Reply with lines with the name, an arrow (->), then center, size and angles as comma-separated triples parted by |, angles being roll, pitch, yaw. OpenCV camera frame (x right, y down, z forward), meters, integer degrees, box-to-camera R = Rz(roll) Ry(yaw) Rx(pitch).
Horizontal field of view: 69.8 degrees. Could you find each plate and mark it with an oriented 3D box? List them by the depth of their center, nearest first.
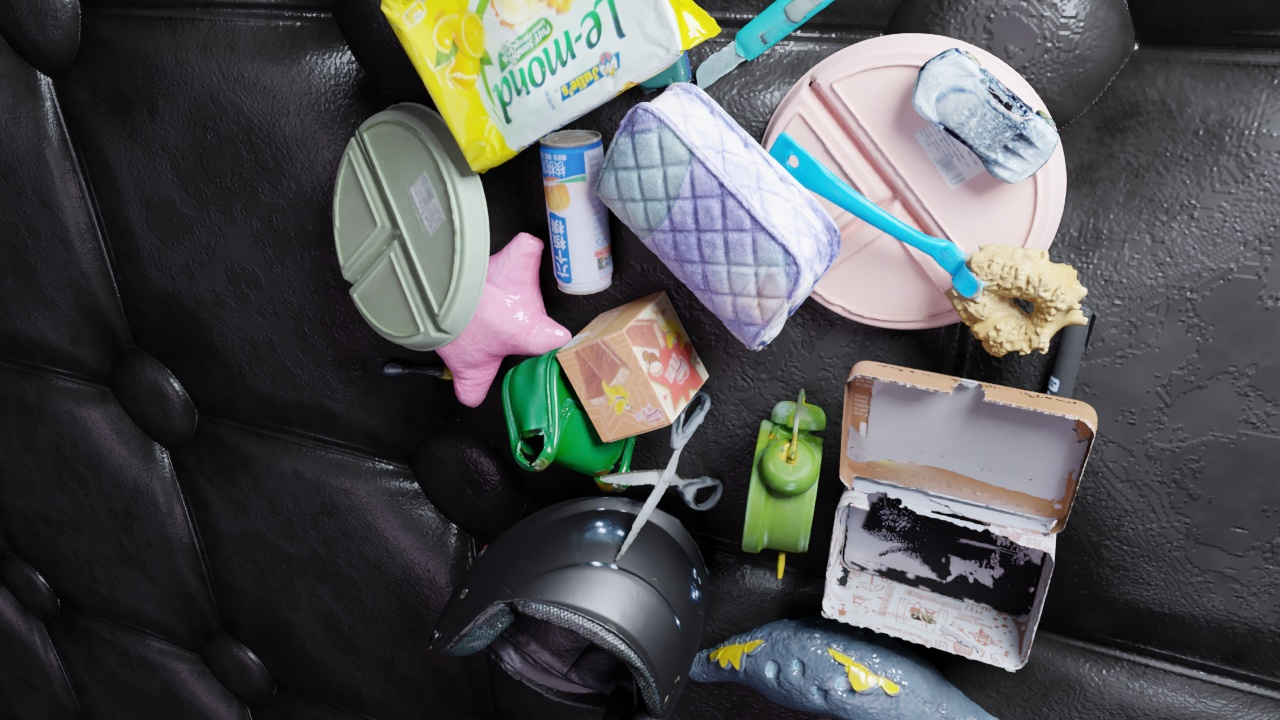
plate -> 0.194, -0.124, 0.691 | 0.230, 0.028, 0.230 | 12, 120, 21
plate -> -0.222, -0.121, 0.851 | 0.231, 0.027, 0.230 | 11, 106, 40

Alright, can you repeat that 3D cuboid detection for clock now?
clock -> 0.126, 0.099, 0.795 | 0.056, 0.115, 0.161 | 8, 123, 10

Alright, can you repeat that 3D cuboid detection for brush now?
brush -> 0.201, -0.087, 0.662 | 0.254, 0.045, 0.083 | 34, 133, 6

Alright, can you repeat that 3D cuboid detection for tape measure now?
tape measure -> 0.010, -0.241, 0.722 | 0.055, 0.025, 0.058 | -5, 113, 28

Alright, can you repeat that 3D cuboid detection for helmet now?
helmet -> -0.059, 0.254, 0.904 | 0.233, 0.229, 0.275 | 44, 150, -9

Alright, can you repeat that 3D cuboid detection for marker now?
marker -> 0.326, 0.020, 0.709 | 0.022, 0.020, 0.132 | 2, 118, 1

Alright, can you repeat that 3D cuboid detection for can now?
can -> -0.054, -0.128, 0.798 | 0.053, 0.053, 0.135 | 8, 119, 23

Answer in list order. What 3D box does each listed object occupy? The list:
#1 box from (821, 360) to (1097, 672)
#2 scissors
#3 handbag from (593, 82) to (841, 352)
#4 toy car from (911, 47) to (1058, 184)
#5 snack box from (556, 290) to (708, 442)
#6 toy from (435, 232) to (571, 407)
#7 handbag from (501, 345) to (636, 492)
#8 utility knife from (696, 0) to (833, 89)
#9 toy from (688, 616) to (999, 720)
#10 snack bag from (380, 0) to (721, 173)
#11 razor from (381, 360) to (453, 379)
box -> 0.253, 0.116, 0.753 | 0.178, 0.088, 0.262 | 11, 121, 21
scissors -> 0.024, 0.102, 0.832 | 0.014, 0.176, 0.159 | 12, 93, 40
handbag -> 0.059, -0.111, 0.713 | 0.194, 0.075, 0.134 | 48, 146, 10
toy car -> 0.229, -0.164, 0.616 | 0.105, 0.031, 0.049 | 40, 125, 3
snack box -> -0.005, 0.005, 0.820 | 0.077, 0.092, 0.094 | -19, 106, 33
toy -> -0.155, -0.059, 0.876 | 0.195, 0.074, 0.178 | -31, 97, 32
handbag -> -0.059, 0.055, 0.846 | 0.068, 0.131, 0.120 | -23, 60, 31
utility knife -> 0.114, -0.256, 0.669 | 0.194, 0.013, 0.029 | -29, 100, 35
toy -> 0.201, 0.313, 0.888 | 0.357, 0.091, 0.138 | 10, 132, 25
snack bag -> -0.076, -0.261, 0.700 | 0.247, 0.068, 0.158 | -20, 106, 33
razor -> -0.218, 0.013, 0.977 | 0.143, 0.022, 0.042 | 4, 91, 28
